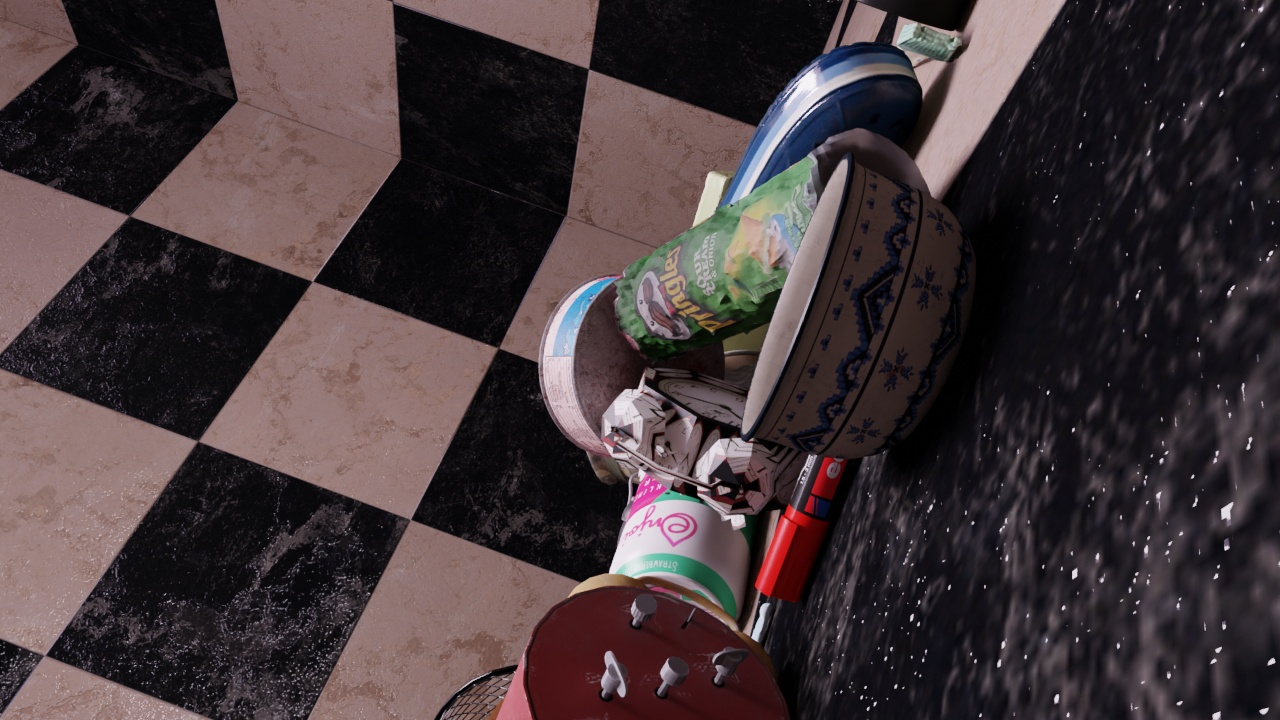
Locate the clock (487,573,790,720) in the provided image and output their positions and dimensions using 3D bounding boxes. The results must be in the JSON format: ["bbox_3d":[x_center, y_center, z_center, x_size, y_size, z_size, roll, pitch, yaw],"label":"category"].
[{"bbox_3d":[0.005,0.140,0.379,0.081,0.117,0.158,-68,-7,28],"label":"clock"}]

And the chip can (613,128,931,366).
[{"bbox_3d":[0.060,-0.053,0.509,0.224,0.075,0.075,-23,43,63],"label":"chip can"}]

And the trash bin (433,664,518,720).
[{"bbox_3d":[-0.089,0.357,0.667,0.210,0.184,0.184,-92,21,-81],"label":"trash bin"}]

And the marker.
[{"bbox_3d":[0.088,0.041,0.422,0.021,0.023,0.145,29,103,50],"label":"marker"}]

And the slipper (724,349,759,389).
[{"bbox_3d":[0.049,0.080,0.801,0.273,0.114,0.054,102,153,-48],"label":"slipper"}]

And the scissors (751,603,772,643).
[{"bbox_3d":[0.038,0.206,0.461,0.168,0.014,0.170,73,-140,-84],"label":"scissors"}]

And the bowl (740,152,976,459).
[{"bbox_3d":[0.086,-0.014,0.351,0.115,0.059,0.115,25,-95,-88],"label":"bowl"}]

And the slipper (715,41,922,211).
[{"bbox_3d":[0.112,-0.093,0.619,0.254,0.105,0.095,-56,47,47],"label":"slipper"}]

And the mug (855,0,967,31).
[{"bbox_3d":[0.180,-0.258,0.563,0.113,0.078,0.088,-22,-43,-51],"label":"mug"}]

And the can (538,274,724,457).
[{"bbox_3d":[-0.004,0.004,0.636,0.044,0.130,0.129,0,65,53],"label":"can"}]

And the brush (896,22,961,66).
[{"bbox_3d":[0.181,-0.205,0.612,0.217,0.033,0.012,-57,-12,-73],"label":"brush"}]

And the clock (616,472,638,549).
[{"bbox_3d":[0.023,0.149,0.736,0.091,0.044,0.123,-6,-91,-51],"label":"clock"}]

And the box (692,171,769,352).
[{"bbox_3d":[0.083,-0.061,0.759,0.048,0.140,0.188,52,133,53],"label":"box"}]

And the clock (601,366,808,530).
[{"bbox_3d":[0.036,0.056,0.551,0.154,0.115,0.065,-15,-54,-67],"label":"clock"}]

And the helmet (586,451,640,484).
[{"bbox_3d":[0.005,0.026,0.993,0.193,0.237,0.224,52,-136,-59],"label":"helmet"}]

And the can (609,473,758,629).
[{"bbox_3d":[0.034,0.119,0.635,0.165,0.088,0.088,-67,-4,-58],"label":"can"}]
